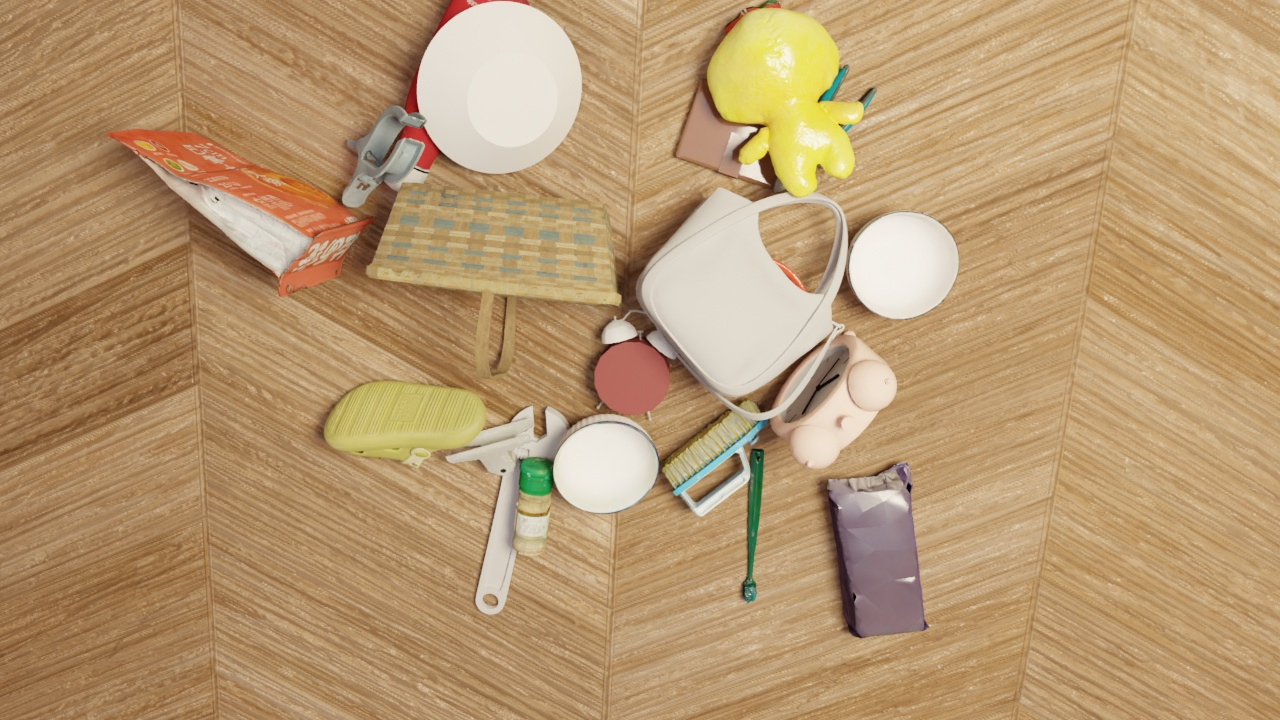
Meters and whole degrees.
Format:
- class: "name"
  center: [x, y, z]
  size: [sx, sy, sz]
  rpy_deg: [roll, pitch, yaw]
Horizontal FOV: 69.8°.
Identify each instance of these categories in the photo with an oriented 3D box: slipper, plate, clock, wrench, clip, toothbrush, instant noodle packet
- class: "slipper"
  center: [-0.260, 0.076, 1.044]
  size: [0.191, 0.091, 0.082]
  rpy_deg: [-2, 143, 13]
- class: "plate"
  center: [-0.134, -0.267, 0.925]
  size: [0.173, 0.036, 0.174]
  rpy_deg: [-13, 125, -20]
- class: "clock"
  center: [0.205, 0.045, 0.960]
  size: [0.086, 0.160, 0.131]
  rpy_deg: [40, 101, -7]
- class: "wrench"
  center: [-0.143, 0.182, 1.086]
  size: [0.087, 0.018, 0.273]
  rpy_deg: [13, 105, 0]
- class: "clock"
  center: [-0.006, 0.006, 1.023]
  size: [0.087, 0.044, 0.125]
  rpy_deg: [13, 103, 0]
- class: "clip"
  center: [-0.263, -0.227, 0.940]
  size: [0.027, 0.164, 0.106]
  rpy_deg: [12, 72, -38]
- class: "toothbrush"
  center: [0.132, 0.195, 1.073]
  size: [0.016, 0.017, 0.190]
  rpy_deg: [2, 103, 3]
- class: "instant noodle packet"
  center: [-0.407, -0.173, 0.943]
  size: [0.221, 0.164, 0.084]
  rpy_deg: [36, 104, -6]
- class: "clip"
  center: [-0.165, 0.100, 1.045]
  size: [0.102, 0.054, 0.057]
  rpy_deg: [-15, 68, 11]

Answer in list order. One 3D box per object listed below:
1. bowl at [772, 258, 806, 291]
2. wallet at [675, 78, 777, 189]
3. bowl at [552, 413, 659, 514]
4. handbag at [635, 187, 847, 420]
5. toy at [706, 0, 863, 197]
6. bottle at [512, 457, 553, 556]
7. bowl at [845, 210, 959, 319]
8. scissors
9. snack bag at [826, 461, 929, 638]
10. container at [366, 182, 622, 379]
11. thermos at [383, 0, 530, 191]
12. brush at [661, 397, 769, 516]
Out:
- class: "bowl"
  center: [0.118, -0.053, 1.002]
  size: [0.130, 0.045, 0.130]
  rpy_deg: [1, 103, 3]
- class: "wallet"
  center: [0.107, -0.238, 0.976]
  size: [0.121, 0.013, 0.087]
  rpy_deg: [18, 102, -3]
- class: "bowl"
  center: [-0.041, 0.107, 1.033]
  size: [0.118, 0.062, 0.118]
  rpy_deg: [-3, 115, -7]
- class: "handbag"
  center: [0.126, -0.076, 0.947]
  size: [0.222, 0.095, 0.216]
  rpy_deg: [-40, 99, -2]
- class: "toy"
  center: [0.144, -0.267, 0.918]
  size: [0.134, 0.092, 0.207]
  rpy_deg: [-23, 91, 4]
- class: "bottle"
  center: [-0.122, 0.168, 1.050]
  size: [0.043, 0.043, 0.111]
  rpy_deg: [8, 107, 1]
- class: "bowl"
  center: [0.272, -0.104, 0.972]
  size: [0.113, 0.063, 0.113]
  rpy_deg: [1, 103, 3]
- class: "scissors"
  center: [0.188, -0.241, 0.962]
  size: [0.131, 0.019, 0.150]
  rpy_deg: [-12, 109, -5]
- class: "snack bag"
  center: [0.273, 0.222, 1.050]
  size: [0.096, 0.058, 0.205]
  rpy_deg: [-10, 103, 6]
- class: "container"
  center: [-0.145, -0.075, 0.960]
  size: [0.250, 0.157, 0.186]
  rpy_deg: [6, 92, 2]
- class: "thermos"
  center: [-0.200, -0.281, 0.953]
  size: [0.073, 0.073, 0.240]
  rpy_deg: [31, 104, -4]
- class: "brush"
  center: [0.094, 0.108, 1.034]
  size: [0.136, 0.055, 0.075]
  rpy_deg: [-40, 93, 11]
